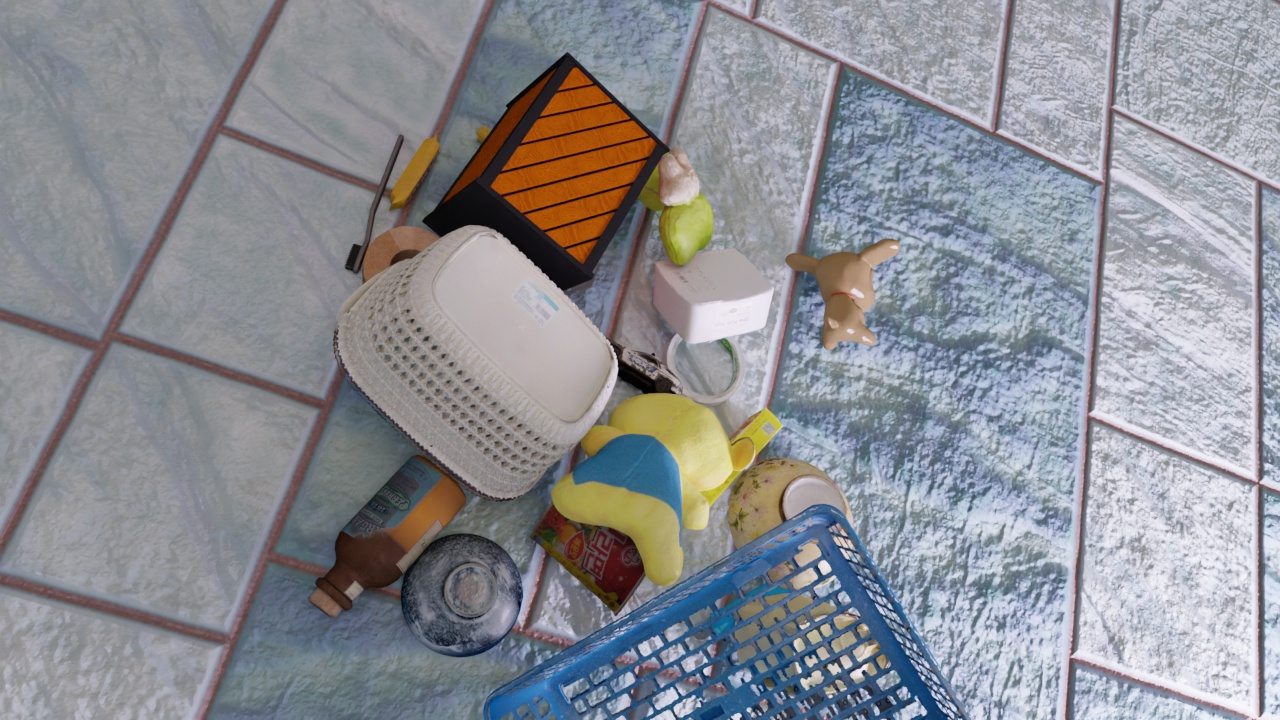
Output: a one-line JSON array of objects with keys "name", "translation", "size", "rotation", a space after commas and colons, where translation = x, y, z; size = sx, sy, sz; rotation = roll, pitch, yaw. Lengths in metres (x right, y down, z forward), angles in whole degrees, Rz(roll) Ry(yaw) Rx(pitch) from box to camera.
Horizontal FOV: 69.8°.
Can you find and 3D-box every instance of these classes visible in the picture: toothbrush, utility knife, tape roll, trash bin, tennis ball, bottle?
[{"name": "toothbrush", "translation": [-0.273, -0.165, 0.952], "size": [0.013, 0.013, 0.167], "rotation": [16, 69, -5]}, {"name": "utility knife", "translation": [0.124, 0.248, 0.954], "size": [0.174, 0.015, 0.031], "rotation": [-20, 78, -25]}, {"name": "tape roll", "translation": [0.070, 0.004, 1.011], "size": [0.093, 0.018, 0.093], "rotation": [6, 71, -18]}, {"name": "trash bin", "translation": [-0.095, -0.177, 0.926], "size": [0.139, 0.140, 0.171], "rotation": [39, 64, -22]}, {"name": "tennis ball", "translation": [0.025, -0.201, 1.034], "size": [0.065, 0.065, 0.065], "rotation": [6, 72, -17]}, {"name": "tape roll", "translation": [-0.234, -0.088, 0.932], "size": [0.094, 0.027, 0.094], "rotation": [6, 72, -17]}, {"name": "bottle", "translation": [-0.233, 0.163, 0.831], "size": [0.068, 0.068, 0.156], "rotation": [42, 65, -2]}]

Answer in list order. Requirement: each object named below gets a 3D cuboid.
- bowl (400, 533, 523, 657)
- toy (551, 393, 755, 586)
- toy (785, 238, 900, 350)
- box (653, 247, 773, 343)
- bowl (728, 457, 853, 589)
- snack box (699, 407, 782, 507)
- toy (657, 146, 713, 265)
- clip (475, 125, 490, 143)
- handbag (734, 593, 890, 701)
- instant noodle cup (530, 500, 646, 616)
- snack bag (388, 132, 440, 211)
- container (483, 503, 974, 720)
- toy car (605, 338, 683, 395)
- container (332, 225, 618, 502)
[{"name": "bowl", "translation": [-0.160, 0.214, 0.845], "size": [0.114, 0.061, 0.114], "rotation": [5, 73, -18]}, {"name": "toy", "translation": [0.017, 0.097, 0.871], "size": [0.149, 0.084, 0.213], "rotation": [31, 37, 12]}, {"name": "toy", "translation": [0.234, -0.072, 1.053], "size": [0.105, 0.134, 0.108], "rotation": [35, 55, -53]}, {"name": "box", "translation": [0.073, -0.057, 1.006], "size": [0.107, 0.095, 0.102], "rotation": [-11, 39, -25]}, {"name": "bowl", "translation": [0.170, 0.162, 0.962], "size": [0.145, 0.063, 0.145], "rotation": [7, 64, -15]}, {"name": "snack box", "translation": [0.090, 0.111, 0.972], "size": [0.029, 0.040, 0.147], "rotation": [46, 65, 0]}, {"name": "toy", "translation": [0.043, -0.166, 0.974], "size": [0.092, 0.043, 0.118], "rotation": [-44, 125, -48]}, {"name": "clip", "translation": [-0.162, -0.225, 1.001], "size": [0.054, 0.048, 0.046], "rotation": [40, 40, -5]}, {"name": "handbag", "translation": [0.168, 0.276, 0.897], "size": [0.111, 0.119, 0.081], "rotation": [-3, 85, -23]}, {"name": "instant noodle cup", "translation": [-0.042, 0.173, 0.883], "size": [0.112, 0.100, 0.100], "rotation": [34, 66, 2]}, {"name": "snack bag", "translation": [-0.237, -0.197, 0.967], "size": [0.020, 0.026, 0.099], "rotation": [28, 65, -8]}, {"name": "container", "translation": [0.078, 0.310, 0.794], "size": [0.363, 0.089, 0.257], "rotation": [-32, 85, 11]}, {"name": "toy car", "translation": [-0.006, 0.006, 0.968], "size": [0.113, 0.049, 0.040], "rotation": [31, 68, -7]}, {"name": "container", "translation": [-0.141, -0.003, 0.847], "size": [0.251, 0.144, 0.184], "rotation": [45, 42, -15]}]
